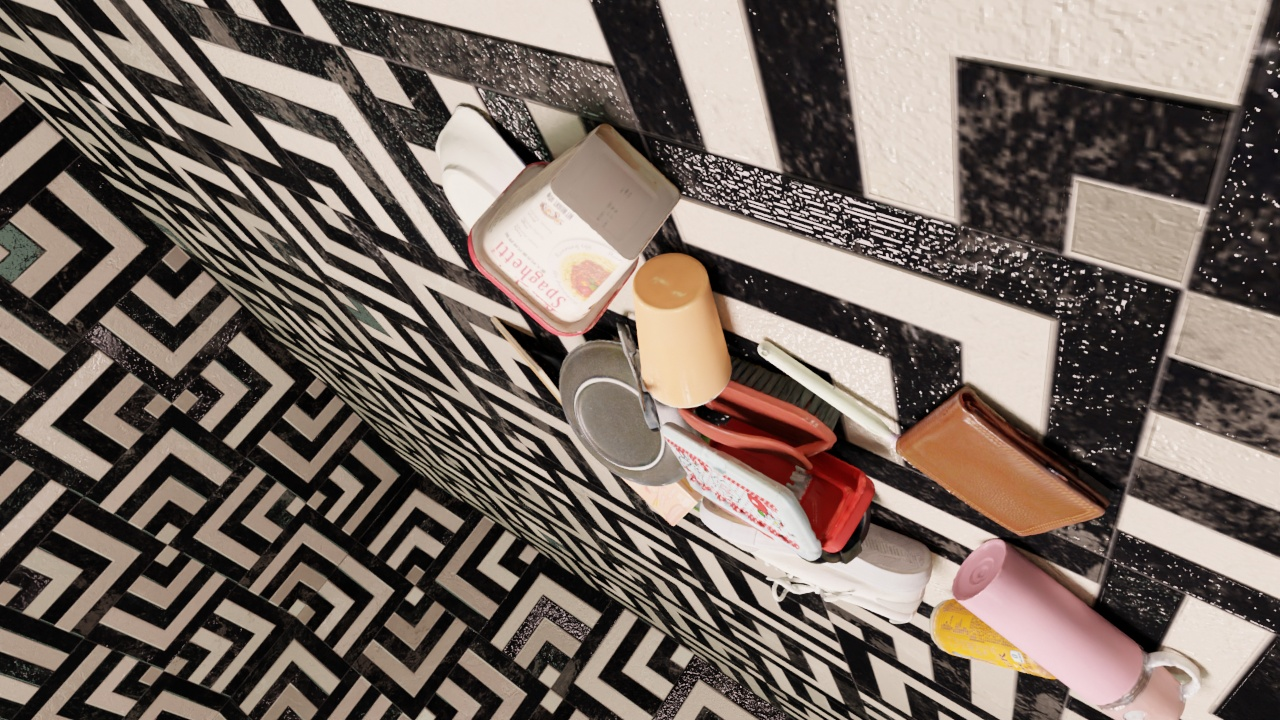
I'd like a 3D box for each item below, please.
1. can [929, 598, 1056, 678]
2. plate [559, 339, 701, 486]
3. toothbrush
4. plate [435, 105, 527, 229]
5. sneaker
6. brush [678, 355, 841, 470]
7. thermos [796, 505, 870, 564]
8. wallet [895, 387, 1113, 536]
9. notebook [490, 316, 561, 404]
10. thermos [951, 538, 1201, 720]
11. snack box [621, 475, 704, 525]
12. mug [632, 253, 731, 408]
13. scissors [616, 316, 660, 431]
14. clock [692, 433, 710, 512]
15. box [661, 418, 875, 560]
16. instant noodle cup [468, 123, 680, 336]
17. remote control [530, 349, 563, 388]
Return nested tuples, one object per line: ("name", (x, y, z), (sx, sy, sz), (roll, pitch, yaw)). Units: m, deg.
("can", (0.347, 0.265, 0.885), (0.058, 0.058, 0.146), (40, 161, -10))
("plate", (-0.018, 0.062, 0.959), (0.179, 0.024, 0.180), (20, 130, 26))
("toothbrush", (0.173, 0.040, 0.727), (0.189, 0.020, 0.029), (34, 131, 11))
("plate", (-0.122, -0.133, 0.801), (0.164, 0.034, 0.164), (47, 160, -10))
("sneaker", (0.174, 0.200, 0.946), (0.242, 0.089, 0.091), (17, 124, 26))
("brush", (0.102, 0.047, 0.788), (0.146, 0.069, 0.063), (22, 157, 38))
("thermos", (0.149, 0.133, 0.891), (0.143, 0.093, 0.093), (25, 159, 51))
("wallet", (0.253, 0.074, 0.649), (0.124, 0.032, 0.101), (35, 158, 4))
("notebook", (-0.110, 0.041, 1.186), (0.148, 0.008, 0.208), (43, 171, 46))
("thermos", (0.367, 0.230, 0.768), (0.198, 0.067, 0.087), (37, 132, 1))
("snack box", (0.000, 0.112, 1.028), (0.157, 0.026, 0.085), (42, 148, 6))
("mug", (0.032, -0.026, 0.743), (0.078, 0.078, 0.123), (28, 154, 25))
("scissors", (-0.004, 0.009, 0.833), (0.181, 0.014, 0.159), (72, 180, -52))
("clock", (0.057, 0.128, 1.082), (0.161, 0.056, 0.116), (23, 156, 37))
("box", (0.099, 0.097, 0.817), (0.100, 0.095, 0.201), (34, 175, -32))
("instant noodle cup", (-0.044, -0.097, 0.662), (0.116, 0.116, 0.124), (41, 150, -11))
("remote control", (-0.091, 0.026, 1.154), (0.053, 0.024, 0.136), (22, 156, 42))
